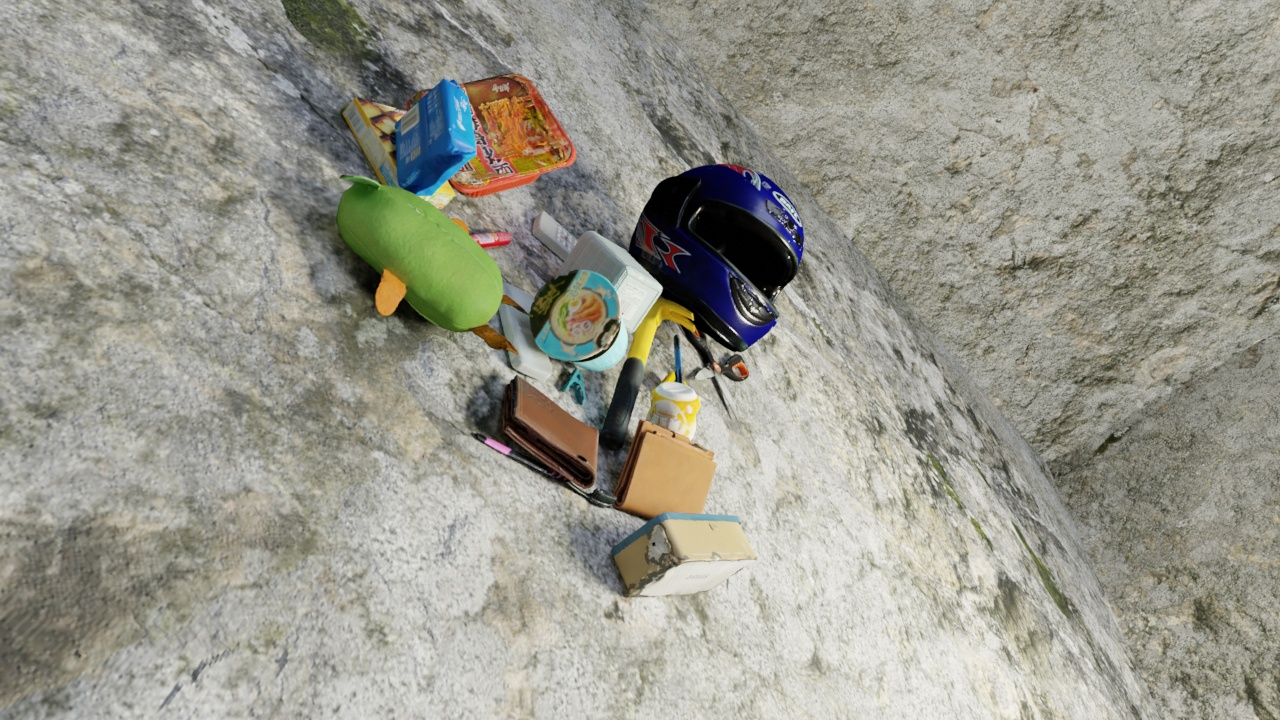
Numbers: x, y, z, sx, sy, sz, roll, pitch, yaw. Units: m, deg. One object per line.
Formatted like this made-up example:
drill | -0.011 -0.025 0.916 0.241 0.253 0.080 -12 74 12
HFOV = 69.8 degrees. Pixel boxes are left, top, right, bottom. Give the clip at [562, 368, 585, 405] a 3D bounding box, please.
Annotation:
clip | -0.080 0.029 1.118 0.034 0.013 0.054 39 27 -27

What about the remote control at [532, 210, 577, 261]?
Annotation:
remote control | -0.095 -0.156 1.337 0.150 0.021 0.058 39 27 -24

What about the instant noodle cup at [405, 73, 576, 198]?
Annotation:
instant noodle cup | -0.198 -0.292 1.216 0.188 0.079 0.164 -22 73 -29

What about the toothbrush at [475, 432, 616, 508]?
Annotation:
toothbrush | -0.096 0.115 0.967 0.189 0.018 0.014 33 22 -32

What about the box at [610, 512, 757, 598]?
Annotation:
box | 0.054 0.214 1.009 0.184 0.090 0.061 16 42 -56

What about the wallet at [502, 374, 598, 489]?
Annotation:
wallet | -0.094 0.074 0.992 0.124 0.032 0.101 38 18 -21

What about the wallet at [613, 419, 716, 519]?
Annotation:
wallet | 0.032 0.138 1.081 0.131 0.031 0.107 27 77 -41

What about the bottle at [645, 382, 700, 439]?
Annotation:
bottle | 0.036 0.084 1.133 0.063 0.108 0.063 9 18 -3

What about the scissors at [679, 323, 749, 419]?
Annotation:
scissors | 0.122 0.000 1.499 0.221 0.022 0.234 59 24 16

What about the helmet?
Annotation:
helmet | 0.129 -0.171 1.387 0.247 0.240 0.315 38 2 -31

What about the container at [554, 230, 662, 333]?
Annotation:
container | -0.040 -0.103 1.231 0.090 0.090 0.111 25 13 -43

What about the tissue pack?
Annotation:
tissue pack | -0.236 -0.253 1.060 0.052 0.095 0.157 35 30 -43

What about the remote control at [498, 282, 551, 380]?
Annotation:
remote control | -0.141 -0.035 1.091 0.056 0.020 0.135 28 33 -44

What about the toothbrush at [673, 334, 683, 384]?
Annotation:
toothbrush | 0.054 0.060 1.197 0.016 0.014 0.189 -6 93 -63

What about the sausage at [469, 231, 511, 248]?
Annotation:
sausage | -0.202 -0.148 1.141 0.020 0.020 0.155 54 24 5

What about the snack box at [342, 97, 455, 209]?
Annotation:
snack box | -0.292 -0.249 1.110 0.086 0.034 0.140 -4 61 -61

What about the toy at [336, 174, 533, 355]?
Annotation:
toy | -0.218 -0.100 0.965 0.246 0.090 0.226 42 25 -12

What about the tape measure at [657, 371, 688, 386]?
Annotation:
tape measure | 0.048 0.047 1.296 0.057 0.029 0.059 49 24 -4

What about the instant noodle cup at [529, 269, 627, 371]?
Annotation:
instant noodle cup | -0.064 -0.037 1.109 0.111 0.111 0.120 61 2 19

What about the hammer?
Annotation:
hammer | -0.007 0.007 1.198 0.299 0.129 0.033 -73 158 -51
